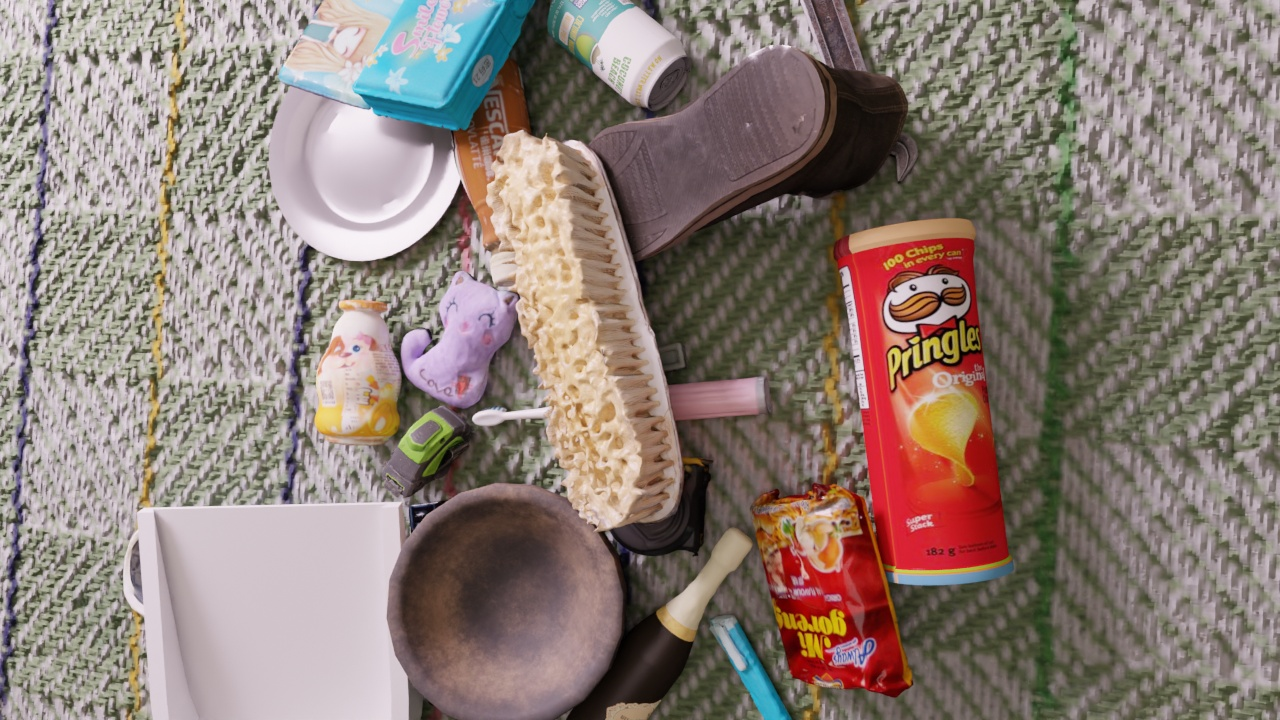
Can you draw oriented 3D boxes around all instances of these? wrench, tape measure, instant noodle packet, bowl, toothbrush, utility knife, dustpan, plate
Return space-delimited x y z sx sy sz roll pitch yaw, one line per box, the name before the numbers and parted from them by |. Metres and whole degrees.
wrench | 0.127 -0.247 0.637 0.070 0.010 0.273 -19 83 15
tape measure | 0.012 0.101 0.642 0.072 0.042 0.071 4 90 12
tape measure | -0.152 0.066 0.678 0.036 0.065 0.059 37 122 13
instant noodle packet | 0.118 0.144 0.587 0.099 0.039 0.135 -21 81 60
bowl | -0.088 0.166 0.641 0.162 0.070 0.162 0 84 4
toothbrush | -0.018 0.033 0.660 0.223 0.026 0.027 -5 108 16
utility knife | 0.088 0.239 0.629 0.022 0.015 0.141 -35 81 37
dustpan | -0.261 0.235 0.666 0.191 0.053 0.258 -2 104 4
plate | -0.217 -0.167 0.732 0.178 0.012 0.178 -1 88 16

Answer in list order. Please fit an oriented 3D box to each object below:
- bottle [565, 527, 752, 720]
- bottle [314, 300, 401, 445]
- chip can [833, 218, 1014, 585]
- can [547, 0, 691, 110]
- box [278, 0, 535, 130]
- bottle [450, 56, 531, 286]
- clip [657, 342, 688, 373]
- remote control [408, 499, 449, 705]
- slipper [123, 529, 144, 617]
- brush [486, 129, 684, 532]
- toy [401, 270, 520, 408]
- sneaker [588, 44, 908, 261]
bottle | 0.017 0.192 0.634 0.045 0.045 0.184 37 98 14
bottle | -0.213 0.009 0.698 0.063 0.063 0.109 3 89 16
chip can | 0.177 0.025 0.574 0.087 0.087 0.213 -7 87 16
can | -0.016 -0.227 0.654 0.101 0.055 0.055 43 99 13
box | -0.151 -0.281 0.675 0.182 0.039 0.226 18 75 26
bottle | -0.105 -0.138 0.674 0.059 0.059 0.167 -11 85 15
clip | -0.004 0.004 0.657 0.075 0.037 0.023 -12 83 10
remote control | -0.144 0.182 0.695 0.047 0.022 0.150 -9 84 16
slipper | -0.307 0.174 0.722 0.264 0.063 0.111 2 89 18
brush | -0.036 -0.022 0.606 0.083 0.056 0.271 -23 78 43
toy | -0.138 -0.017 0.691 0.080 0.036 0.100 24 96 14
sneaker | 0.056 -0.131 0.617 0.235 0.119 0.095 -25 80 43
